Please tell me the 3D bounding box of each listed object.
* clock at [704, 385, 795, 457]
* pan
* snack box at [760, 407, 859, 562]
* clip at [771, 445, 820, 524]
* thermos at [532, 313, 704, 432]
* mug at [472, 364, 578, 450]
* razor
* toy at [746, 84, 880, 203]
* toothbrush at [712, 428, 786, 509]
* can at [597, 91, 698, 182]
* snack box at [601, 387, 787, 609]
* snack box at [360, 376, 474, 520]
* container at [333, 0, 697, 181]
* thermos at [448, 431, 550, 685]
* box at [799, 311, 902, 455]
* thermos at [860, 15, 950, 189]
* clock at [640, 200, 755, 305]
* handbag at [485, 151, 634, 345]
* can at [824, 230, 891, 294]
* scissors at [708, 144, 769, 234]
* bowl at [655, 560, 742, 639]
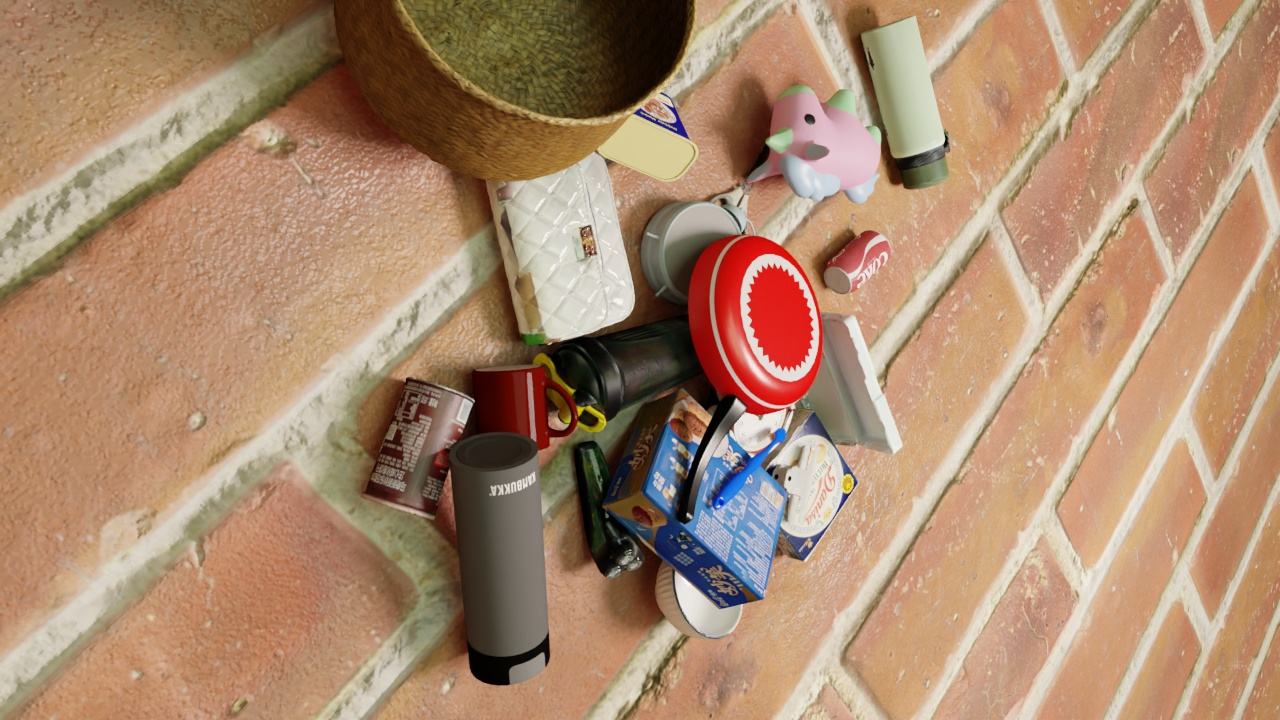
[{"bbox_3d":[0.129,0.042,1.123,0.114,0.065,0.155,-14,115,-35],"label":"clock"},{"bbox_3d":[0.114,0.017,1.014,0.209,0.067,0.355,41,54,-32],"label":"pan"},{"bbox_3d":[0.207,0.161,1.203,0.144,0.043,0.145,-49,117,-24],"label":"snack box"},{"bbox_3d":[0.197,0.152,1.144,0.058,0.050,0.101,22,78,-46],"label":"clip"},{"bbox_3d":[-0.006,0.006,1.010,0.220,0.098,0.098,-19,103,-39],"label":"thermos"},{"bbox_3d":[-0.115,0.048,0.925,0.073,0.106,0.082,-24,111,-78],"label":"mug"},{"bbox_3d":[-0.037,0.162,1.009,0.053,0.067,0.151,-16,94,-22],"label":"razor"},{"bbox_3d":[0.238,-0.260,1.170,0.222,0.120,0.170,37,58,-35],"label":"toy"},{"bbox_3d":[0.126,0.123,1.055,0.016,0.018,0.182,54,42,-1],"label":"toothbrush"},{"bbox_3d":[-0.003,-0.257,0.995,0.116,0.057,0.092,15,42,-36],"label":"can"},{"bbox_3d":[0.069,0.157,1.040,0.202,0.069,0.154,45,44,-23],"label":"snack box"},{"bbox_3d":[-0.211,0.083,0.873,0.072,0.072,0.121,25,76,-35],"label":"snack box"},{"bbox_3d":[-0.117,-0.312,0.818,0.306,0.197,0.306,7,73,-25],"label":"container"},{"bbox_3d":[-0.134,0.195,0.890,0.082,0.082,0.241,-17,116,-35],"label":"thermos"},{"bbox_3d":[0.250,0.028,1.172,0.040,0.135,0.197,-35,112,-27],"label":"box"},{"bbox_3d":[0.379,-0.356,1.286,0.082,0.082,0.231,-30,108,-32],"label":"thermos"},{"bbox_3d":[0.074,-0.129,1.082,0.159,0.045,0.122,-16,105,-28],"label":"clock"},{"bbox_3d":[-0.082,-0.122,0.959,0.138,0.073,0.195,-20,103,-34],"label":"handbag"},{"bbox_3d":[0.295,-0.133,1.250,0.096,0.054,0.054,-40,114,-29],"label":"can"},{"bbox_3d":[0.135,-0.205,1.155,0.170,0.013,0.121,-35,112,-33],"label":"scissors"},{"bbox_3d":[0.059,0.270,1.074,0.118,0.062,0.118,24,54,-37],"label":"bowl"}]
